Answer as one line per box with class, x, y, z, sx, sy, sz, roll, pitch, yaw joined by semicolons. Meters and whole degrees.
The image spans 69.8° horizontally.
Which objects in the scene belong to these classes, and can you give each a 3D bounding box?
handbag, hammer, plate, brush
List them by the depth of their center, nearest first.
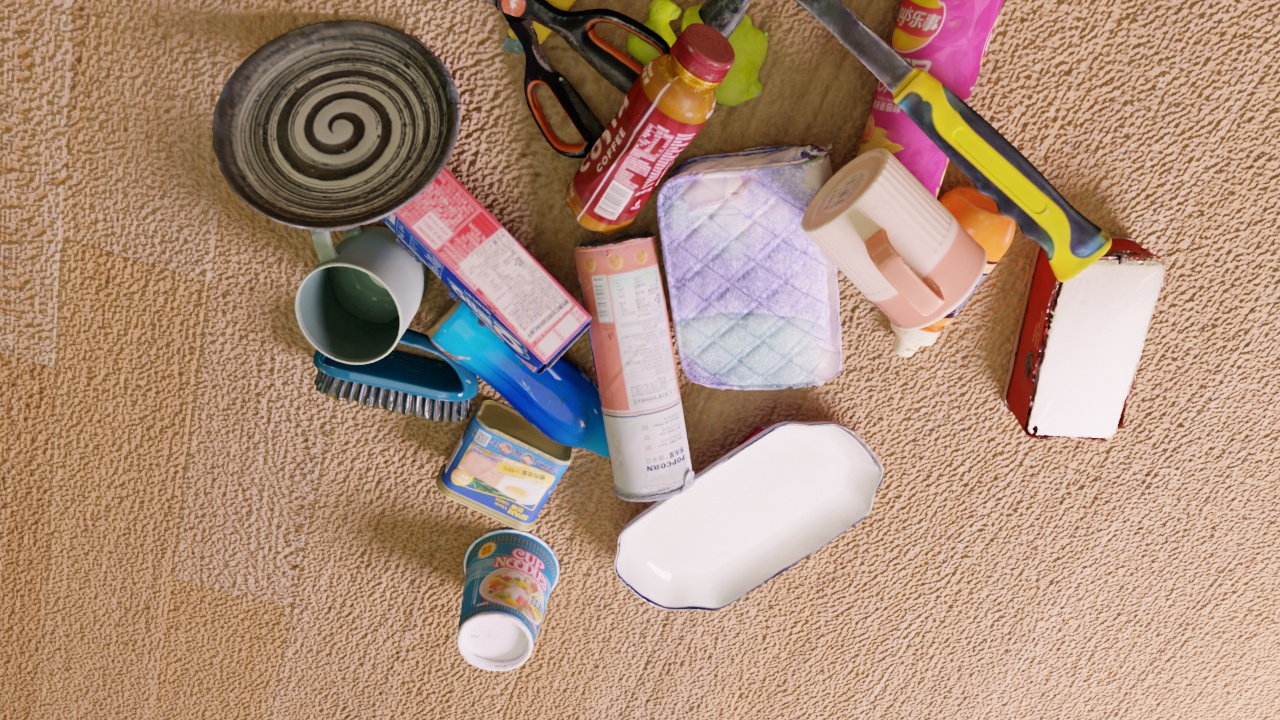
hammer;0.198;-0.180;0.630;0.323;0.031;0.126;42;120;-4
plate;-0.221;-0.172;0.676;0.179;0.179;0.024;0;161;0
handbag;0.091;-0.074;0.738;0.134;0.075;0.194;0;119;16
brush;-0.212;0.006;0.800;0.144;0.055;0.074;12;117;-4
plate;0.096;0.142;0.858;0.266;0.034;0.162;-37;122;17

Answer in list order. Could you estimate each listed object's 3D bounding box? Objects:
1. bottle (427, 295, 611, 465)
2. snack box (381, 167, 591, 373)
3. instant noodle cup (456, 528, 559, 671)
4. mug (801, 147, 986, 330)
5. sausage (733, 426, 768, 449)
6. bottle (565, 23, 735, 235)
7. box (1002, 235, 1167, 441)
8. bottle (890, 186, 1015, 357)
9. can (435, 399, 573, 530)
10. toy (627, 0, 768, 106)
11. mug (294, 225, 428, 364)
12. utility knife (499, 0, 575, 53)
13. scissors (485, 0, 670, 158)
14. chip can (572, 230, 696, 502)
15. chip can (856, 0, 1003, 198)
bottle;-0.084;0.024;0.799;0.218;0.065;0.065;42;110;-17
snack box;-0.131;-0.081;0.718;0.207;0.057;0.058;46;73;-4
instant noodle cup;-0.131;0.235;0.882;0.099;0.109;0.099;0;117;0
mug;0.176;-0.078;0.636;0.106;0.114;0.082;41;118;-16
sausage;0.069;0.112;0.866;0.020;0.020;0.156;39;111;-17
bottle;0.006;-0.164;0.667;0.057;0.057;0.175;30;138;-13
box;0.370;-0.014;0.763;0.091;0.076;0.168;2;117;1
bottle;0.246;-0.065;0.753;0.066;0.066;0.150;16;123;-6
can;-0.123;0.095;0.842;0.102;0.057;0.083;27;111;-12
toy;0.045;-0.231;0.688;0.100;0.031;0.097;-20;117;15
mug;-0.225;-0.069;0.734;0.082;0.106;0.112;-17;115;11
utility knife;-0.050;-0.281;0.659;0.033;0.015;0.168;34;129;-21
scissors;-0.085;-0.240;0.674;0.227;0.021;0.198;17;131;-1
chip can;-0.005;0.004;0.759;0.071;0.071;0.215;-8;103;5
chip can;0.207;-0.185;0.684;0.071;0.071;0.211;10;116;-3
